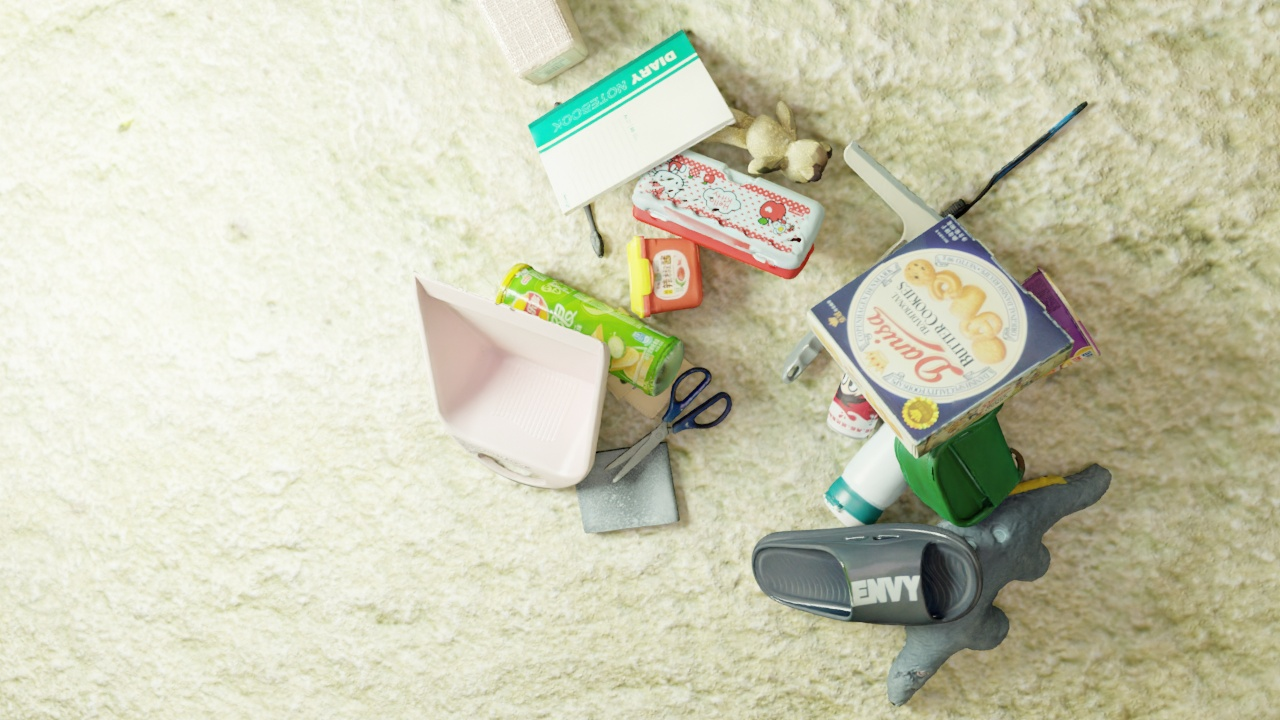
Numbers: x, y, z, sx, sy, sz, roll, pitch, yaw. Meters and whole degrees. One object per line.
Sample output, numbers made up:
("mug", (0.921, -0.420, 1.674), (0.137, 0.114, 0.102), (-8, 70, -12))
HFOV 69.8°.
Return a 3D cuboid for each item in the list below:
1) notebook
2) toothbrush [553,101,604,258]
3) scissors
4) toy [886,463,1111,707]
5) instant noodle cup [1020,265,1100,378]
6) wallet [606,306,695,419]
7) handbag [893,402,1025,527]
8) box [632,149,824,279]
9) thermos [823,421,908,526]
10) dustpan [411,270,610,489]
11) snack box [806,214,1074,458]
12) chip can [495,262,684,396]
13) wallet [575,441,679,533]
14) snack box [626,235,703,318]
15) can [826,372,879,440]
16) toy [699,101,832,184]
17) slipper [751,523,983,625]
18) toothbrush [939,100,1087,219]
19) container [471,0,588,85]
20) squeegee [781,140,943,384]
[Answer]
("notebook", (-0.016, -0.263, 1.013), (0.209, 0.012, 0.150), (-29, 60, 10))
("toothbrush", (-0.072, -0.210, 1.066), (0.014, 0.016, 0.189), (-16, 91, 11))
("scissors", (0.022, 0.071, 1.057), (0.173, 0.012, 0.128), (-14, 107, -5))
("toy", (0.362, 0.237, 1.004), (0.138, 0.091, 0.357), (30, 103, -22))
("instant noodle cup", (0.404, -0.026, 0.958), (0.099, 0.111, 0.111), (-36, 89, 20))
("wallet", (-0.006, 0.006, 1.074), (0.115, 0.024, 0.087), (39, 96, 4))
("handbag", (0.336, 0.099, 0.952), (0.120, 0.068, 0.131), (-35, 119, -7))
("box", (0.094, -0.165, 0.983), (0.201, 0.094, 0.092), (24, 124, 13))
("thermos", (0.292, 0.093, 1.008), (0.073, 0.073, 0.224), (39, 101, 4))
("dustpan", (-0.141, 0.046, 1.007), (0.223, 0.273, 0.138), (19, 75, 15))
("snack box", (0.292, -0.026, 0.911), (0.182, 0.046, 0.178), (-34, 62, 1))
("chip can", (-0.057, -0.035, 1.034), (0.221, 0.072, 0.072), (27, 100, 17))
("wallet", (-0.019, 0.152, 1.093), (0.121, 0.019, 0.097), (-9, 92, 12))
("snack box", (0.027, -0.096, 1.032), (0.080, 0.082, 0.091), (-5, 96, -3))
("can", (0.249, 0.018, 1.000), (0.053, 0.053, 0.133), (21, 113, 7))
("toy", (0.131, -0.238, 1.009), (0.157, 0.066, 0.104), (23, 57, 11))
("slipper", (0.224, 0.238, 0.973), (0.269, 0.083, 0.111), (-8, 102, 39))
("toothbrush", (0.399, -0.212, 0.983), (0.190, 0.014, 0.016), (-42, 64, 11))
("container", (-0.121, -0.376, 1.022), (0.090, 0.089, 0.111), (-26, 93, 11))
("squeegee", (0.239, -0.070, 1.014), (0.246, 0.039, 0.247), (36, 107, -13))
